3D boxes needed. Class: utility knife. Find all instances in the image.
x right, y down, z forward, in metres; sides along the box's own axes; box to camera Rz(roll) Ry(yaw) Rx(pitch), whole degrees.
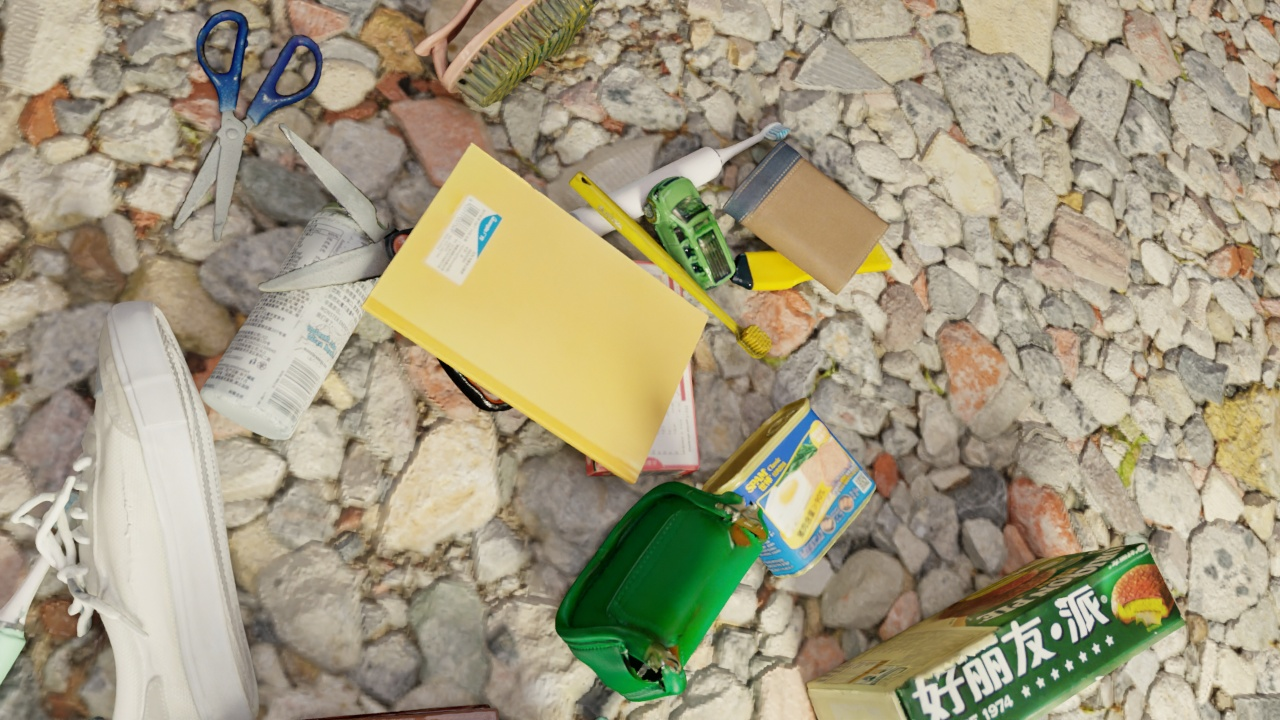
[{"bbox_3d":[0.138,-0.076,0.739,0.153,0.015,0.033,-8,81,-23],"label":"utility knife"}]

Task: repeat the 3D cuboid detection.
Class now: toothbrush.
[{"bbox_3d":[0.023,-0.070,0.664,0.190,0.017,0.015,43,62,-3],"label":"toothbrush"},{"bbox_3d":[-0.351,0.171,0.477,0.027,0.026,0.224,17,67,10],"label":"toothbrush"},{"bbox_3d":[0.034,-0.144,0.717,0.220,0.027,0.026,-31,47,-26],"label":"toothbrush"}]

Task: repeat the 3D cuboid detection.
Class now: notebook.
[{"bbox_3d":[-0.058,-0.032,0.603,0.206,0.010,0.145,35,59,-17],"label":"notebook"}]

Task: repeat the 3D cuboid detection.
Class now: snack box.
[{"bbox_3d":[0.243,0.202,0.632,0.239,0.115,0.063,-18,79,-25],"label":"snack box"},{"bbox_3d":[-0.004,0.004,0.655,0.077,0.027,0.155,1,73,-20],"label":"snack box"}]

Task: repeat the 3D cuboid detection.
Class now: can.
[{"bbox_3d":[-0.210,-0.026,0.573,0.058,0.058,0.146,27,66,-10],"label":"can"},{"bbox_3d":[0.106,0.091,0.651,0.101,0.057,0.083,-42,93,-25],"label":"can"}]

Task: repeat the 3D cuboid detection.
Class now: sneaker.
[{"bbox_3d":[-0.279,0.090,0.501,0.090,0.090,0.242,-12,84,-18],"label":"sneaker"}]

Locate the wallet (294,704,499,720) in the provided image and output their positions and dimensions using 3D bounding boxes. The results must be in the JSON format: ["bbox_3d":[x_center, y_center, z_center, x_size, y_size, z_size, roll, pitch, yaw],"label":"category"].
[{"bbox_3d":[-0.143,0.254,0.524,0.124,0.032,0.101,3,75,-18],"label":"wallet"}]

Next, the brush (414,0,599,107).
[{"bbox_3d":[-0.099,-0.248,0.684,0.073,0.063,0.145,44,66,-6],"label":"brush"}]

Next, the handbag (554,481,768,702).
[{"bbox_3d":[0.015,0.139,0.568,0.068,0.120,0.131,43,62,-9],"label":"handbag"}]

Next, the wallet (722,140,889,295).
[{"bbox_3d":[0.132,-0.115,0.727,0.115,0.033,0.090,37,58,4],"label":"wallet"}]

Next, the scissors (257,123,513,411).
[{"bbox_3d":[-0.134,-0.066,0.593,0.234,0.022,0.220,57,43,-19],"label":"scissors"}]

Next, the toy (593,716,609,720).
[{"bbox_3d":[0.000,0.269,0.571,0.091,0.030,0.096,-2,68,-23],"label":"toy"}]

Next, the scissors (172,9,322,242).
[{"bbox_3d":[-0.281,-0.165,0.619,0.140,0.012,0.170,45,65,-3],"label":"scissors"}]

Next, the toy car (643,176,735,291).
[{"bbox_3d":[0.039,-0.095,0.689,0.043,0.036,0.091,-37,108,-24],"label":"toy car"}]
